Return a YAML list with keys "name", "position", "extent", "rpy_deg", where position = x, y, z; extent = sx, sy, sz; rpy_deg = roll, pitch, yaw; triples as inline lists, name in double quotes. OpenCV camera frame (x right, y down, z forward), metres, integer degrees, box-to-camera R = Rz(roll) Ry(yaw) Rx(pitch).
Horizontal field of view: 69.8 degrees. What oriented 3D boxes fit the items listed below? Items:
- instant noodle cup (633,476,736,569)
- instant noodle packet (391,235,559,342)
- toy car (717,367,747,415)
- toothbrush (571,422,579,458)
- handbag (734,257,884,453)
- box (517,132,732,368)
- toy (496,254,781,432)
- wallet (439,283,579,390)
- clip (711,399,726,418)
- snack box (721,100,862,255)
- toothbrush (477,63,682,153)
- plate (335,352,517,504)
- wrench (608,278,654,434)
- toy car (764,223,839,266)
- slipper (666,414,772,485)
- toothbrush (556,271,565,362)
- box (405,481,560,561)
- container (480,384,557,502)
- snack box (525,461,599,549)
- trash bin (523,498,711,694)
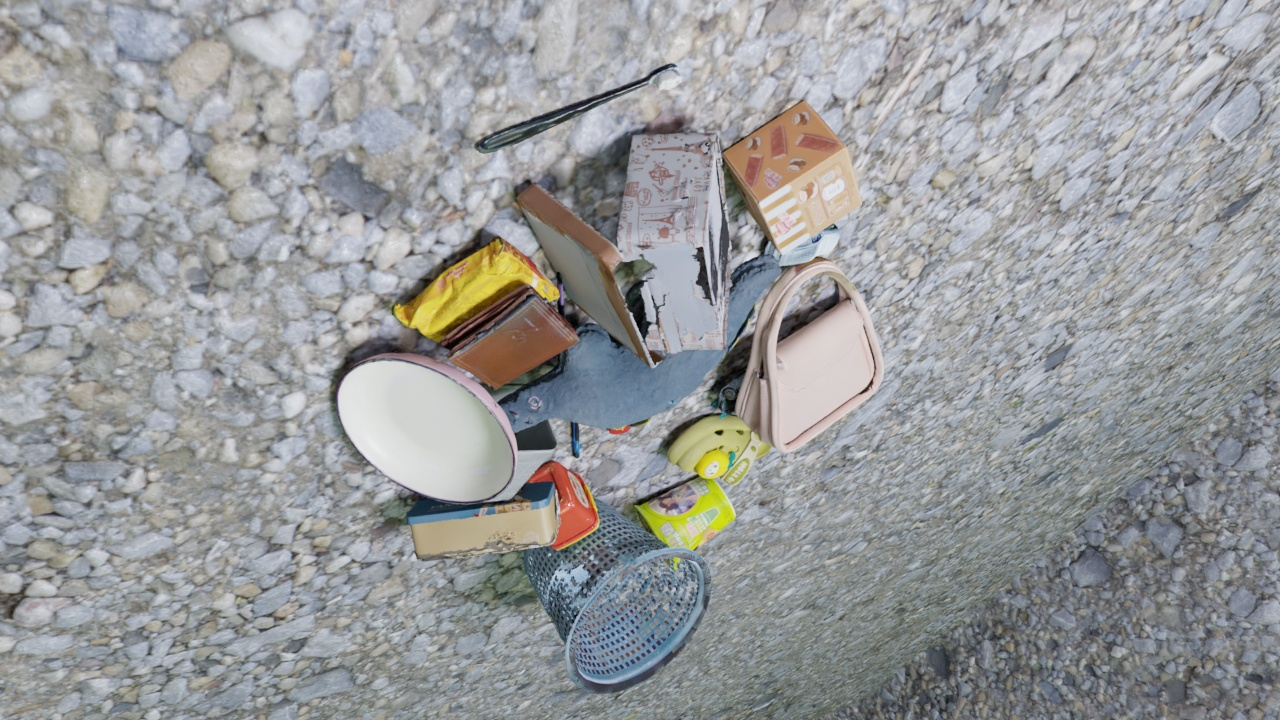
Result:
- name: "instant noodle cup"
  position: [0.071, 0.231, 1.359]
  extent: [0.123, 0.111, 0.112]
  rpy_deg: [-31, 148, -9]
- name: "instant noodle packet"
  position: [-0.152, -0.055, 0.858]
  extent: [0.128, 0.044, 0.110]
  rpy_deg: [-33, 149, 12]
- name: "toy car"
  position: [0.142, 0.030, 1.193]
  extent: [0.105, 0.031, 0.049]
  rpy_deg: [-36, 146, -6]
- name: "toothbrush"
  position: [-0.077, 0.068, 1.108]
  extent: [0.016, 0.014, 0.190]
  rpy_deg: [-40, 154, -27]
- name: "handbag"
  position: [0.202, -0.019, 1.114]
  extent: [0.193, 0.093, 0.234]
  rpy_deg: [-34, 137, -20]
- name: "box"
  position: [-0.013, -0.093, 0.839]
  extent: [0.178, 0.152, 0.182]
  rpy_deg: [2, 149, 13]
- name: "toy"
  position: [-0.006, 0.006, 0.975]
  extent: [0.356, 0.091, 0.138]
  rpy_deg: [-26, 142, -3]
- name: "wallet"
  position: [-0.120, -0.019, 0.872]
  extent: [0.101, 0.032, 0.124]
  rpy_deg: [-32, 158, 4]
- name: "clip"
  position: [0.123, 0.054, 1.224]
  extent: [0.056, 0.040, 0.014]
  rpy_deg: [-33, 149, 0]
- name: "snack box"
  position: [0.146, -0.174, 0.879]
  extent: [0.094, 0.077, 0.093]
  rpy_deg: [-32, 147, 6]
- name: "toothbrush"
  position: [-0.049, -0.205, 0.755]
  extent: [0.181, 0.018, 0.016]
  rpy_deg: [-22, 150, -6]
- name: "plate"
  position: [-0.205, 0.063, 0.907]
  extent: [0.192, 0.038, 0.193]
  rpy_deg: [12, 132, 13]
- name: "wrench"
  position: [-0.003, 0.004, 1.070]
  extent: [0.056, 0.016, 0.274]
  rpy_deg: [-10, 143, -19]
- name: "toy car"
  position: [0.179, -0.128, 1.007]
  extent: [0.090, 0.034, 0.043]
  rpy_deg: [-13, 141, -24]
- name: "slipper"
  position: [0.128, 0.127, 1.275]
  extent: [0.190, 0.081, 0.092]
  rpy_deg: [1, 135, -40]
- name: "toothbrush"
  position: [-0.078, -0.036, 0.946]
  extent: [0.016, 0.014, 0.189]
  rpy_deg: [-26, 155, -17]
- name: "box"
  position: [-0.188, 0.190, 1.083]
  extent: [0.184, 0.061, 0.089]
  rpy_deg: [-6, -172, 0]
- name: "container"
  position: [-0.165, 0.096, 1.016]
  extent: [0.090, 0.090, 0.115]
  rpy_deg: [3, 139, -38]
- name: "snack box"
  position: [-0.108, 0.183, 1.175]
  extent: [0.082, 0.091, 0.080]
  rpy_deg: [-31, 140, 4]
- name: "trash bin"
  position: [-0.051, 0.296, 1.240]
  extent: [0.226, 0.195, 0.227]
  rpy_deg: [-20, 127, -29]
